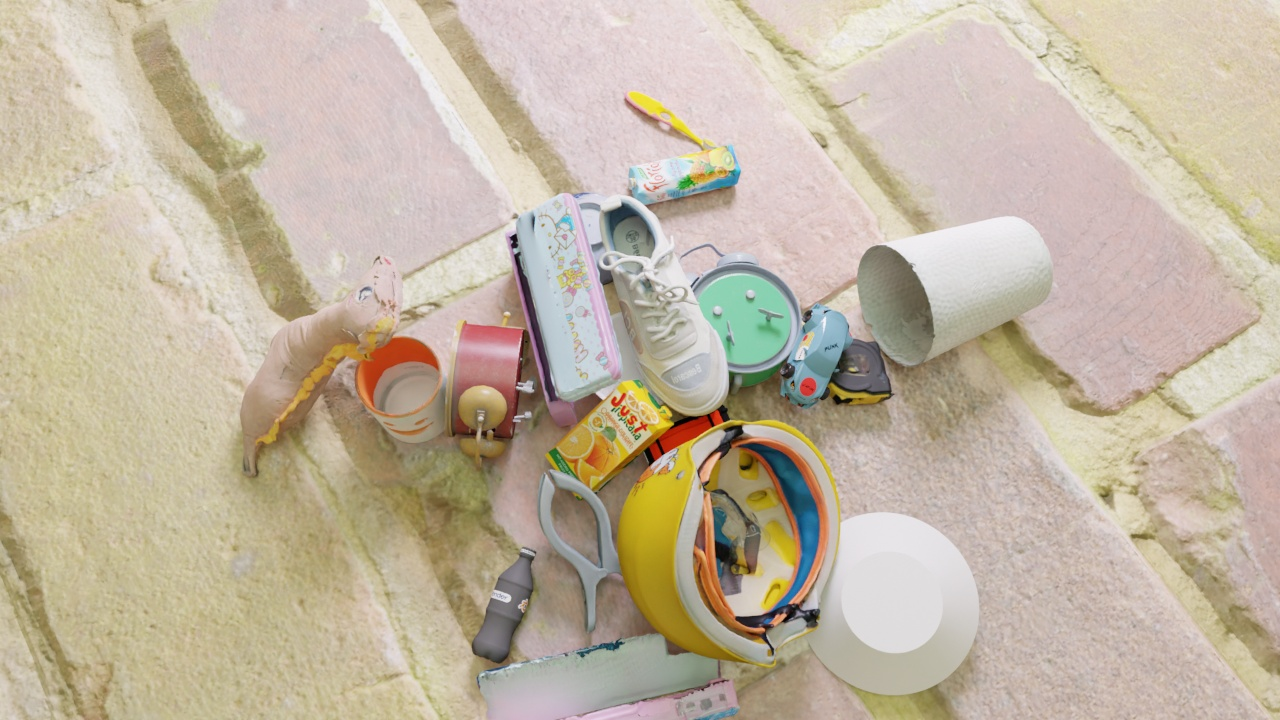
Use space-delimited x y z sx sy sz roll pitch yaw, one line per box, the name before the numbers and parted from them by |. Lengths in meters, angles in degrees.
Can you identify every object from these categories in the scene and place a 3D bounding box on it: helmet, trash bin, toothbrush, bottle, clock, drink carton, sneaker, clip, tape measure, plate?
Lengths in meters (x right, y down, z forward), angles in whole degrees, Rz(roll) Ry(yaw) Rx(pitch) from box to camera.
helmet | 0.072 0.165 0.859 0.239 0.140 0.209 -29 98 -48
trash bin | 0.336 -0.081 0.975 0.161 0.133 0.133 -19 73 -15
toothbrush | 0.036 -0.283 1.083 0.135 0.016 0.021 35 77 9
bottle | -0.127 0.234 0.884 0.036 0.036 0.109 20 71 4
clock | 0.095 -0.054 0.975 0.121 0.075 0.161 -26 75 -11
drink carton | -0.029 0.076 0.909 0.123 0.041 0.058 -43 76 20
sneaker | 0.013 -0.058 0.909 0.089 0.090 0.242 -25 70 10
clock | -0.145 0.034 0.906 0.081 0.117 0.158 6 51 -5
drink carton | 0.049 -0.210 1.046 0.129 0.039 0.044 -14 72 -7
clip | -0.042 0.175 0.888 0.090 0.027 0.162 -20 97 -11
tape measure | 0.226 0.012 0.978 0.072 0.042 0.071 -9 75 -4
plate | 0.240 0.232 0.886 0.174 0.036 0.173 -2 75 7

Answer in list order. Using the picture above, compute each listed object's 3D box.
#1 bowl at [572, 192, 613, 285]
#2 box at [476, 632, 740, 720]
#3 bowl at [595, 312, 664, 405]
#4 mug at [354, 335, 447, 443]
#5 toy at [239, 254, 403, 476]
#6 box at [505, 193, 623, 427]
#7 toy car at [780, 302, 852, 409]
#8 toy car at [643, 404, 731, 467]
bowl | -0.058 -0.142 1.014 0.114 0.045 0.114 1 71 -3
box | -0.034 0.302 0.839 0.230 0.085 0.090 -11 73 -7
bowl | -0.006 0.005 0.967 0.110 0.041 0.109 1 71 -2
mug | -0.231 0.031 0.912 0.082 0.105 0.082 1 70 -3
toy | -0.301 0.011 0.863 0.065 0.265 0.196 19 71 -39
box | -0.087 -0.051 0.929 0.062 0.140 0.214 -2 65 -33
toy car | 0.183 -0.004 0.934 0.060 0.028 0.107 30 76 -22
toy car | 0.050 0.083 0.939 0.100 0.049 0.051 -20 74 -10
